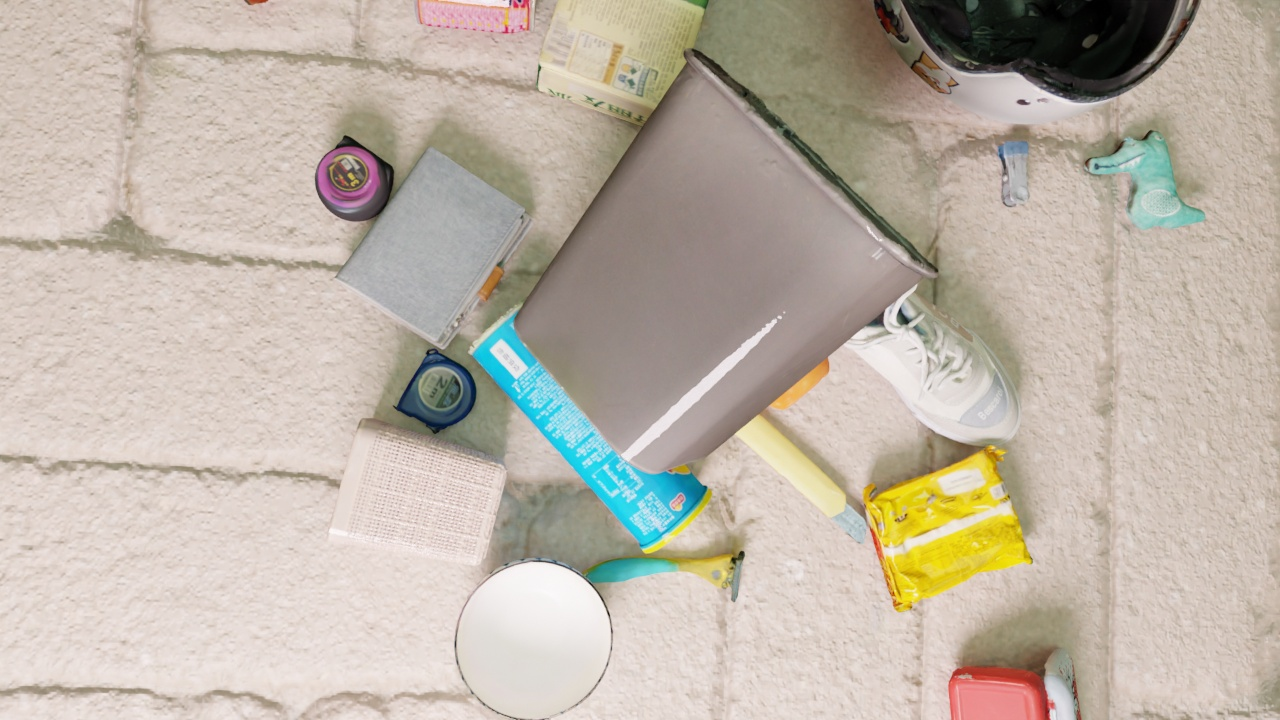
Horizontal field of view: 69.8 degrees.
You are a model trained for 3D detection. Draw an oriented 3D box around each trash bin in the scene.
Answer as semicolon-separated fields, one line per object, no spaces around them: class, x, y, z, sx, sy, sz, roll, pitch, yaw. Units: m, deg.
trash bin;0.051;-0.056;0.634;0.220;0.198;0.198;-46;74;19

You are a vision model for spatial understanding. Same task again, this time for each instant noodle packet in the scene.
instant noodle packet;0.254;0.136;0.759;0.128;0.044;0.111;-19;95;-5

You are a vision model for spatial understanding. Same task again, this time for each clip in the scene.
clip;0.327;-0.163;0.802;0.026;0.037;0.058;2;87;-10

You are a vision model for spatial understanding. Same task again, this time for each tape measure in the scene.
tape measure;-0.157;0.026;0.723;0.054;0.025;0.058;30;92;-5
tape measure;-0.225;-0.138;0.719;0.057;0.039;0.057;33;78;-4

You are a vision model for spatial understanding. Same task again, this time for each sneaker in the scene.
sneaker;0.223;-0.018;0.743;0.242;0.091;0.089;37;83;-4

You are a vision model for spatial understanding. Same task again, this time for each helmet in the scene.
helmet;0.290;-0.305;0.739;0.230;0.157;0.274;-42;81;-7

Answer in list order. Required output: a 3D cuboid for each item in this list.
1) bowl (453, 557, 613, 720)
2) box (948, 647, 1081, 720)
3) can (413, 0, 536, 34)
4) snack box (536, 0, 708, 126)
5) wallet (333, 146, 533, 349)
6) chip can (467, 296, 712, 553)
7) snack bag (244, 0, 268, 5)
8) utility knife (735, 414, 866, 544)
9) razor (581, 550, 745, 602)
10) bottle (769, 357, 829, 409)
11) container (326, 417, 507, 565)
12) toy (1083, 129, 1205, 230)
bowl;-0.082;0.207;0.700;0.116;0.066;0.116;1;86;-8
box;0.319;0.345;0.757;0.095;0.100;0.201;-8;88;33
can;-0.129;-0.296;0.728;0.093;0.066;0.066;4;85;-7
snack box;0.003;-0.319;0.749;0.114;0.063;0.240;17;84;-6
wallet;-0.159;-0.087;0.725;0.106;0.037;0.129;33;81;-4
chip can;-0.039;0.049;0.714;0.071;0.071;0.210;-42;91;-8
snack bag;-0.273;-0.389;0.721;0.208;0.073;0.128;-44;88;-3
utility knife;0.122;0.086;0.758;0.182;0.019;0.031;42;86;3
razor;0.017;0.170;0.734;0.132;0.028;0.043;1;117;-10
bottle;0.086;-0.032;0.744;0.066;0.067;0.149;-39;84;-8
container;-0.163;0.099;0.687;0.111;0.090;0.090;15;84;-9
toy;0.445;-0.159;0.813;0.096;0.030;0.092;-6;82;0
